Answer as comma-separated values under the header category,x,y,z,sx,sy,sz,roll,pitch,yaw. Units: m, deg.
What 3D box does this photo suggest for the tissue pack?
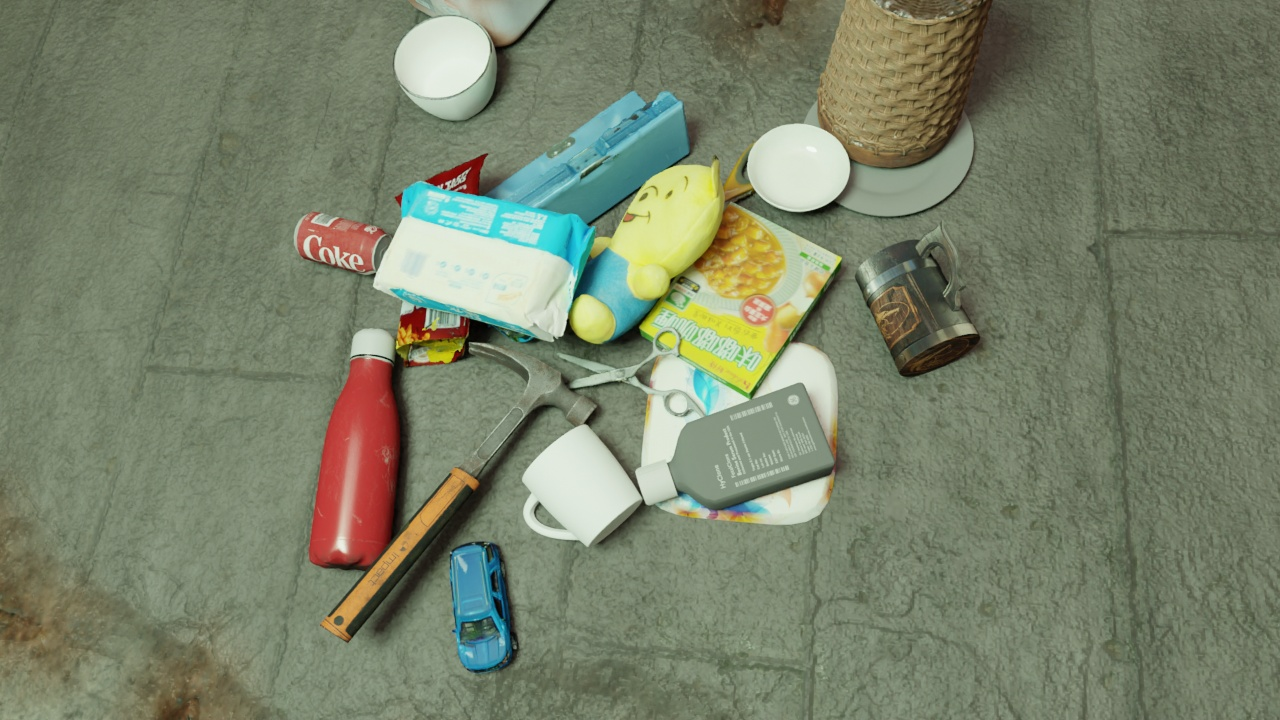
category,x,y,z,sx,sy,sz,roll,pitch,yaw
tissue pack,-0.151,-0.096,0.863,0.209,0.066,0.117,15,78,18

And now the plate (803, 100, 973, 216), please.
category,x,y,z,sx,sy,sz,roll,pitch,yaw
plate,0.261,-0.230,0.977,0.178,0.012,0.178,-2,70,7

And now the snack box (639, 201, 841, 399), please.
category,x,y,z,sx,sy,sz,roll,pitch,yaw
snack box,0.099,-0.063,0.912,0.132,0.027,0.168,31,78,19

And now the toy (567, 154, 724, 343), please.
category,x,y,z,sx,sy,sz,roll,pitch,yaw
toy,0.003,-0.106,0.904,0.214,0.084,0.149,-48,29,1

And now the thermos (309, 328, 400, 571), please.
category,x,y,z,sx,sy,sz,roll,pitch,yaw
thermos,-0.273,0.082,0.902,0.073,0.073,0.239,-1,70,7

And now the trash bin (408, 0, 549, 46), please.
category,x,y,z,sx,sy,sz,roll,pitch,yaw
trash bin,-0.164,-0.518,1.060,0.181,0.157,0.259,31,78,16

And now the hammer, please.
category,x,y,z,sx,sy,sz,roll,pitch,yaw
hammer,-0.188,0.118,0.858,0.138,0.035,0.313,37,68,4

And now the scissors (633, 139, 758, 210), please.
category,x,y,z,sx,sy,sz,roll,pitch,yaw
scissors,0.103,-0.159,0.971,0.225,0.016,0.228,24,76,16

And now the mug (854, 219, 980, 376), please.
category,x,y,z,sx,sy,sz,roll,pitch,yaw
mug,0.269,-0.059,0.864,0.079,0.116,0.107,-7,64,-31

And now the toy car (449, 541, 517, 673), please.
category,x,y,z,sx,sy,sz,roll,pitch,yaw
toy car,-0.151,0.227,0.851,0.056,0.043,0.120,-13,70,2

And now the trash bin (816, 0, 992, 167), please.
category,x,y,z,sx,sy,sz,roll,pitch,yaw
trash bin,0.252,-0.306,0.885,0.151,0.210,0.151,-3,69,7

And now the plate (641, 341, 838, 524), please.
category,x,y,z,sx,sy,sz,roll,pitch,yaw
plate,0.096,0.062,0.892,0.187,0.016,0.186,4,71,9

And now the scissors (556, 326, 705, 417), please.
category,x,y,z,sx,sy,sz,roll,pitch,yaw
scissors,-0.010,0.026,0.905,0.142,0.014,0.147,-34,80,19

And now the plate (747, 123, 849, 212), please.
category,x,y,z,sx,sy,sz,roll,pitch,yaw
plate,0.163,-0.195,0.951,0.104,0.026,0.104,-2,69,4

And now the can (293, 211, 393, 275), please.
category,x,y,z,sx,sy,sz,roll,pitch,yaw
can,-0.320,-0.126,0.994,0.096,0.054,0.054,15,73,12

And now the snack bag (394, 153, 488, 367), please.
category,x,y,z,sx,sy,sz,roll,pitch,yaw
snack bag,-0.213,-0.105,0.952,0.139,0.066,0.207,-20,67,39

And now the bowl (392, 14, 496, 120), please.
category,x,y,z,sx,sy,sz,roll,pitch,yaw
bowl,-0.216,-0.327,1.046,0.116,0.066,0.116,-2,70,7

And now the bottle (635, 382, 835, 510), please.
category,x,y,z,sx,sy,sz,roll,pitch,yaw
bottle,0.082,0.090,0.848,0.174,0.046,0.083,-19,69,0

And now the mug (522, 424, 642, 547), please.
category,x,y,z,sx,sy,sz,roll,pitch,yaw
mug,-0.062,0.131,0.864,0.087,0.080,0.114,48,113,13

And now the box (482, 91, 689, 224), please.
category,x,y,z,sx,sy,sz,roll,pitch,yaw
box,-0.071,-0.215,0.976,0.231,0.094,0.112,-37,67,-6

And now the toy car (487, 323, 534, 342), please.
category,x,y,z,sx,sy,sz,roll,pitch,yaw
toy car,-0.142,-0.053,0.956,0.105,0.032,0.048,27,78,30
